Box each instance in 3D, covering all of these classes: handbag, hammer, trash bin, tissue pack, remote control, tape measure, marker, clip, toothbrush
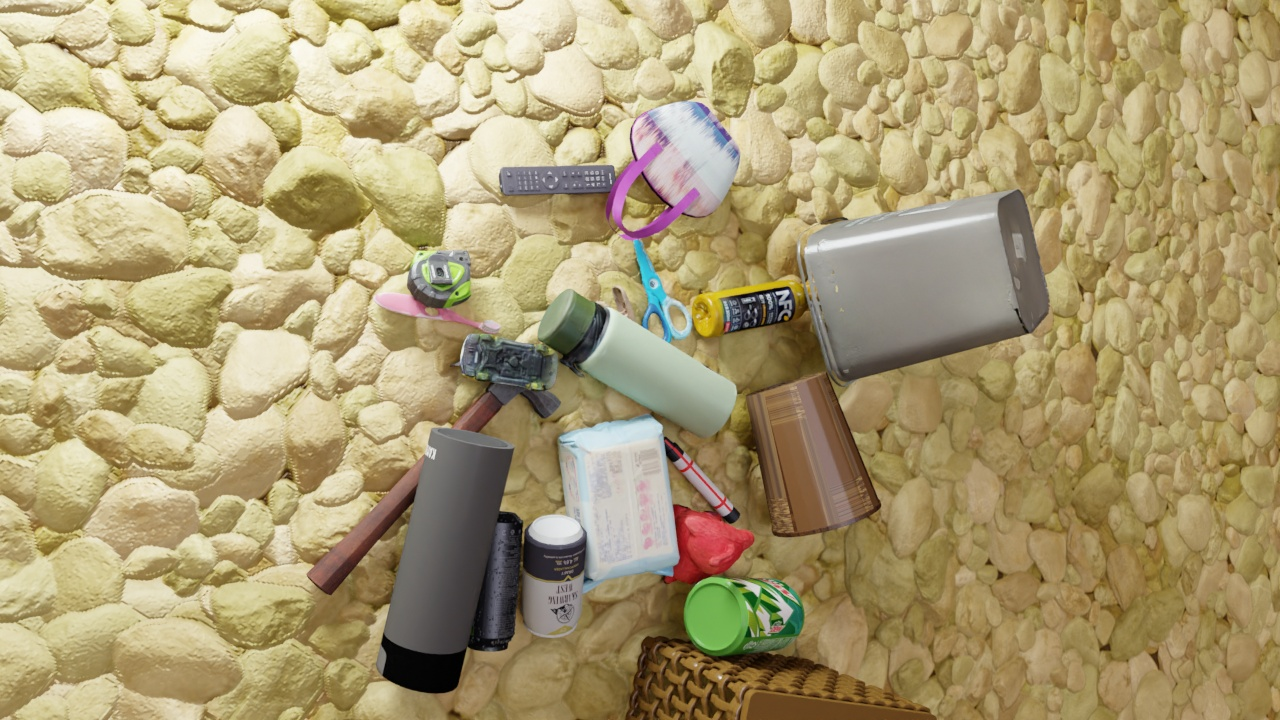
[{"bbox_3d":[0.028,-0.205,1.046,0.144,0.068,0.169,48,71,-19],"label":"handbag"},{"bbox_3d":[-0.217,0.111,0.930,0.111,0.028,0.300,48,69,-18],"label":"hammer"},{"bbox_3d":[0.336,-0.093,1.074,0.196,0.221,0.197,-26,102,-53],"label":"trash bin"},{"bbox_3d":[-0.024,0.157,1.004,0.112,0.070,0.182,-8,94,-27],"label":"tissue pack"},{"bbox_3d":[-0.090,-0.198,1.013,0.136,0.015,0.032,-7,91,-27],"label":"remote control"},{"bbox_3d":[-0.203,-0.085,0.932,0.065,0.036,0.058,-5,71,-28],"label":"tape measure"},{"bbox_3d":[0.066,0.137,1.077,0.145,0.019,0.019,48,69,-17],"label":"marker"},{"bbox_3d":[-0.021,-0.058,1.039,0.060,0.024,0.039,42,73,-30],"label":"clip"},{"bbox_3d":[-0.208,-0.048,0.947,0.135,0.016,0.021,15,67,-26],"label":"toothbrush"}]

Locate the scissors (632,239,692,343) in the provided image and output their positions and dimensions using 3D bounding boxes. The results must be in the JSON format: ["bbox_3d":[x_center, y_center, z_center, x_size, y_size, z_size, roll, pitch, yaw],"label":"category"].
[{"bbox_3d":[0.017,-0.082,1.065,0.066,0.015,0.135,-24,101,-24],"label":"scissors"}]

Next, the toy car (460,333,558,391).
[{"bbox_3d":[-0.135,0.003,0.941,0.105,0.033,0.048,12,78,-32],"label":"toy car"}]

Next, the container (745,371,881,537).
[{"bbox_3d":[0.196,0.108,1.090,0.132,0.132,0.167,-17,90,-27],"label":"container"}]

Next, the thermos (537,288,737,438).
[{"bbox_3d":[-0.006,0.006,1.014,0.231,0.082,0.082,31,75,-23],"label":"thermos"}]

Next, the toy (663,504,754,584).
[{"bbox_3d":[0.076,0.222,1.024,0.088,0.133,0.094,17,89,-15],"label":"toy"}]

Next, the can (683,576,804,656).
[{"bbox_3d":[0.121,0.288,1.038,0.144,0.083,0.083,18,79,-51],"label":"can"}]

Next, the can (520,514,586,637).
[{"bbox_3d":[-0.091,0.229,0.955,0.064,0.064,0.127,-4,110,-27],"label":"can"}]

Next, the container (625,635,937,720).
[{"bbox_3d":[0.137,0.446,0.991,0.251,0.214,0.219,17,80,-25],"label":"container"}]

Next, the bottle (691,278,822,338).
[{"bbox_3d":[0.153,-0.067,1.110,0.185,0.053,0.053,-11,93,-27],"label":"bottle"}]

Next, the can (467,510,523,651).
[{"bbox_3d":[-0.151,0.225,0.944,0.054,0.054,0.137,6,85,-27],"label":"can"}]

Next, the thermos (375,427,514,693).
[{"bbox_3d":[-0.190,0.191,0.889,0.082,0.082,0.240,13,92,-26],"label":"thermos"}]
